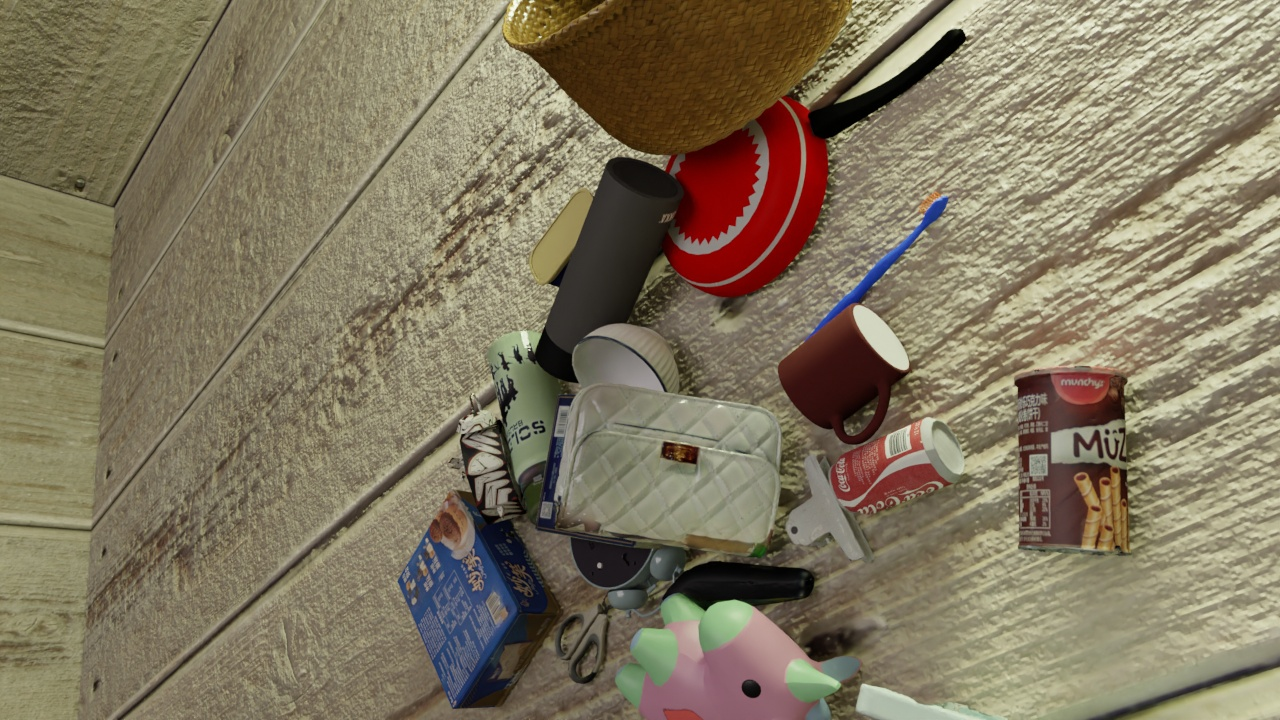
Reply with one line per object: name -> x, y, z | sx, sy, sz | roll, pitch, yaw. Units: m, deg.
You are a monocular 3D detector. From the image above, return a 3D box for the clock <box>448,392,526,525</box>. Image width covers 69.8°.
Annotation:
clock -> -0.184, 0.113, 1.072 | 0.065, 0.115, 0.154 | -17, 80, -3

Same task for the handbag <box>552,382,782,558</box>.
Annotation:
handbag -> 0.026, 0.095, 0.812 | 0.072, 0.195, 0.138 | 132, 145, -79

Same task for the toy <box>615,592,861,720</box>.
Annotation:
toy -> 0.071, 0.279, 0.774 | 0.171, 0.119, 0.223 | 35, 138, 16

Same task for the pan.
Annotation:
pan -> 0.143, -0.202, 0.878 | 0.357, 0.067, 0.208 | -36, 54, 39

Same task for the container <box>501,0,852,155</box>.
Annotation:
container -> 0.044, -0.346, 0.874 | 0.308, 0.196, 0.306 | -30, 37, 25

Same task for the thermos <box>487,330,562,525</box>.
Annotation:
thermos -> -0.118, 0.080, 1.057 | 0.083, 0.082, 0.231 | -42, 52, 31

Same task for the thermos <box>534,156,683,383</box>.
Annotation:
thermos -> -0.038, -0.088, 0.969 | 0.082, 0.082, 0.241 | 58, 136, 39

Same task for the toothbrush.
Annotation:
toothbrush -> 0.201, -0.074, 0.803 | 0.183, 0.016, 0.018 | -50, 42, 24

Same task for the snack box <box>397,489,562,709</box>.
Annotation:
snack box -> -0.195, 0.277, 1.081 | 0.155, 0.069, 0.202 | -58, 45, 17

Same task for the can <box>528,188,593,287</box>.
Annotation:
can -> -0.054, -0.126, 1.035 | 0.116, 0.092, 0.056 | -49, 48, 25

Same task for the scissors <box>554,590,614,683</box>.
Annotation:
scissors -> -0.033, 0.268, 0.955 | 0.171, 0.012, 0.121 | -36, 54, 30

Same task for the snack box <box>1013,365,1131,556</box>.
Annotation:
snack box -> 0.292, 0.069, 0.622 | 0.072, 0.072, 0.121 | -8, 73, 45

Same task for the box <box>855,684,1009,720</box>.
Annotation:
box -> 0.249, 0.244, 0.566 | 0.197, 0.134, 0.040 | 3, 70, 47

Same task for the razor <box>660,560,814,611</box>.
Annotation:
razor -> 0.087, 0.212, 0.821 | 0.152, 0.053, 0.067 | -15, 79, 37

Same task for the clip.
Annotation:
clip -> 0.149, 0.134, 0.779 | 0.059, 0.050, 0.101 | -35, 53, 19

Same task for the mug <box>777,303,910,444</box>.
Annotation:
mug -> 0.174, 0.017, 0.759 | 0.083, 0.073, 0.105 | -42, 45, 30

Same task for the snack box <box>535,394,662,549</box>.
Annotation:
snack box -> -0.033, 0.107, 0.909 | 0.145, 0.042, 0.144 | 0, 76, 42

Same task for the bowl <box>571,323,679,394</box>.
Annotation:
bowl -> -0.006, 0.006, 0.949 | 0.118, 0.118, 0.062 | -7, 32, 46

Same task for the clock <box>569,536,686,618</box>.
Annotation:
clock -> -0.010, 0.181, 0.924 | 0.123, 0.045, 0.159 | -45, 50, 22

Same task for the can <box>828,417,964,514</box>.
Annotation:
can -> 0.201, 0.086, 0.727 | 0.097, 0.054, 0.054 | -31, 57, 37
